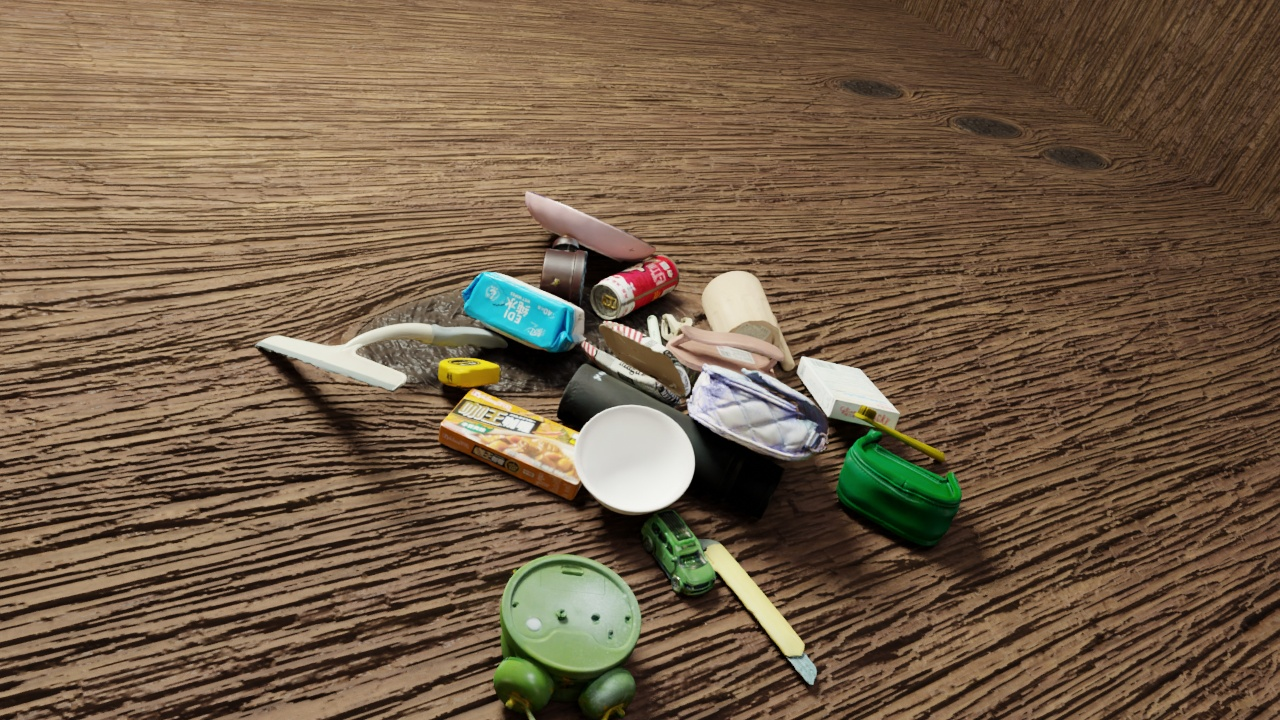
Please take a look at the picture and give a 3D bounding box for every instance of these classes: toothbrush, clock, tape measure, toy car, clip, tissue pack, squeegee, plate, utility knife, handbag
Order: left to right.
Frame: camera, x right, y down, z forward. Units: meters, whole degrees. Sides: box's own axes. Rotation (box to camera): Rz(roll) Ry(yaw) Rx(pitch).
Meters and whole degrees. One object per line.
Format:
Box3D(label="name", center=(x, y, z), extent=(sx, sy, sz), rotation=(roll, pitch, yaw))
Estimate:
Box3D(label="squeegee", center=(-0.236, -0.022, 0.988), extent=(0.247, 0.039, 0.246), rotation=(13, 13, 39))
Box3D(label="tape measure", center=(-0.190, 0.016, 0.995), extent=(0.059, 0.029, 0.057), rotation=(-6, 15, -45))
Box3D(label="tissue pack", center=(-0.134, -0.054, 1.076), extent=(0.140, 0.063, 0.090), rotation=(24, 5, 7))
Box3D(label="clock", center=(-0.098, -0.108, 1.169), extent=(0.055, 0.082, 0.121), rotation=(7, 39, -5))
Box3D(label="clock", center=(-0.060, 0.234, 0.748), extent=(0.116, 0.056, 0.161), rotation=(9, 36, -11))
Box3D(label="plate", center=(-0.073, -0.175, 1.253), extent=(0.192, 0.039, 0.192), rotation=(24, 5, -2))
Box3D(label="toothbrush", center=(0.023, 0.000, 1.129), extent=(0.020, 0.029, 0.189), rotation=(49, 19, -32))
Box3D(label="toy car", center=(0.037, 0.183, 0.878), extent=(0.043, 0.036, 0.091), rotation=(-10, 48, -35))
Box3D(label="clip", center=(0.050, -0.030, 1.167), extent=(0.034, 0.060, 0.097), rotation=(10, 25, -13))
Box3D(label="handbag", center=(0.121, 0.051, 0.978), extent=(0.134, 0.075, 0.194), rotation=(24, 3, -1))
Box3D(label="utility knife", center=(0.109, 0.228, 0.860), extent=(0.030, 0.019, 0.178), rotation=(-15, 40, -31))
Box3D(label="handbag", center=(0.290, 0.134, 1.020), extent=(0.131, 0.068, 0.120), rotation=(26, 29, 13))
Box3D(label="toothbrush", center=(0.305, 0.086, 1.065), extent=(0.190, 0.016, 0.016), rotation=(26, 4, -40))

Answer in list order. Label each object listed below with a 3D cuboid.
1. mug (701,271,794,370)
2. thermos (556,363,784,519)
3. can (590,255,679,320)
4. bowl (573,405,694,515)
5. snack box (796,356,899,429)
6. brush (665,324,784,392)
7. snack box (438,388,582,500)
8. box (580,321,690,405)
Box3D(label="mug", center=(0.145, -0.044, 1.202), extent=(0.124, 0.084, 0.103), rotation=(30, 29, -31))
Box3D(label="thermos", center=(0.033, 0.087, 0.988), extent=(0.242, 0.068, 0.090), rotation=(27, 5, 10))
Box3D(label="can", center=(-0.007, -0.097, 1.216), extent=(0.053, 0.053, 0.132), rotation=(35, 39, 22))
Box3D(label="bowl", center=(-0.009, 0.111, 0.916), extent=(0.118, 0.065, 0.118), rotation=(4, 55, -6))
Box3D(label="snack box", center=(0.252, 0.038, 1.131), extent=(0.084, 0.027, 0.156), rotation=(13, 18, -8))
Box3D(label="brush", center=(0.098, -0.002, 1.102), extent=(0.145, 0.073, 0.063), rotation=(16, 34, -20))
Box3D(label="snack box", center=(-0.123, 0.085, 0.946), extent=(0.154, 0.026, 0.075), rotation=(22, 35, 6))
Box3D(label="box", center=(-0.011, 0.014, 1.044), extent=(0.077, 0.075, 0.164), rotation=(-42, 40, -18))
